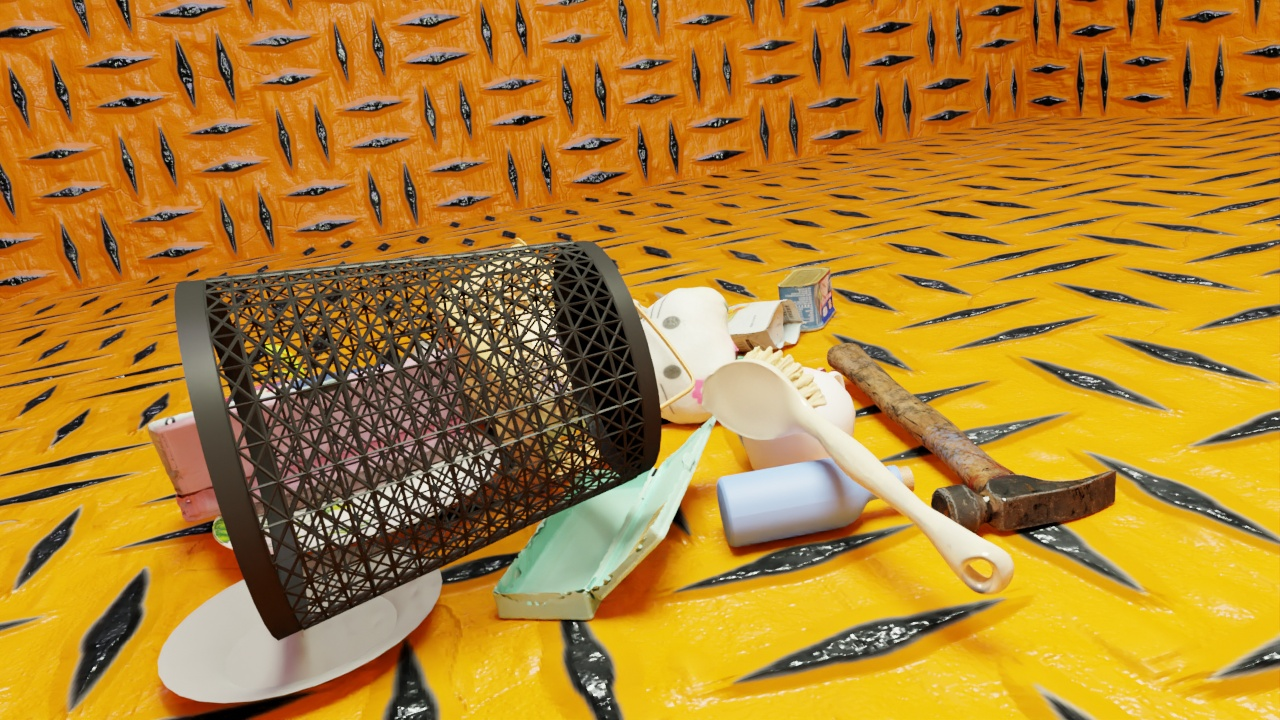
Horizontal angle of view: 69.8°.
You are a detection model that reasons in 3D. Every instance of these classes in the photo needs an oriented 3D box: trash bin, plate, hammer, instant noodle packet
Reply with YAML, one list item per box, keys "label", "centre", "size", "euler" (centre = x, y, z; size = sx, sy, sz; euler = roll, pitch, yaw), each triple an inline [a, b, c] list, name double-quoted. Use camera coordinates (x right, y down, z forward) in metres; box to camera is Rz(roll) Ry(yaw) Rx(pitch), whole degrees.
- label: "trash bin"
  centre: [-0.131, 0.029, 0.583]
  size: [0.243, 0.217, 0.217]
  euler: [-16, 18, -18]
- label: "plate"
  centre: [-0.212, 0.170, 0.586]
  size: [0.173, 0.019, 0.172]
  euler: [-8, 17, 2]
- label: "plate"
  centre: [-0.224, 0.114, 0.750]
  size: [0.229, 0.030, 0.229]
  euler: [-9, 15, 2]
- label: "hammer"
  centre: [0.229, 0.044, 0.733]
  size: [0.120, 0.033, 0.330]
  euler: [-7, 19, -7]
- label: "instant noodle packet"
  centre: [0.045, -0.040, 1.072]
  size: [0.270, 0.057, 0.146]
  euler: [1, 6, 31]

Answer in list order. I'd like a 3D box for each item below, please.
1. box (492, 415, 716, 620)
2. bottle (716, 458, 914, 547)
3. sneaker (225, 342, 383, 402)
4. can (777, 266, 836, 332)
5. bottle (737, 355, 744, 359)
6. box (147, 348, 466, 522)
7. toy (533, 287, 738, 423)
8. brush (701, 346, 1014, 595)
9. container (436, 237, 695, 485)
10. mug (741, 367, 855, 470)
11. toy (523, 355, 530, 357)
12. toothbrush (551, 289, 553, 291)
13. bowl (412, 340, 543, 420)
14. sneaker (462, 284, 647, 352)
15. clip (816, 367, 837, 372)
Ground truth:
- label: "box"
  centre: [-0.013, 0.107, 0.636]
  size: [0.138, 0.056, 0.186]
  euler: [-21, 12, 22]
- label: "bottle"
  centre: [0.120, 0.092, 0.622]
  size: [0.131, 0.048, 0.048]
  euler: [-10, 17, -3]
- label: "sneaker"
  centre: [-0.318, 0.039, 0.900]
  size: [0.242, 0.116, 0.091]
  euler: [-13, 26, 7]
- label: "can"
  centre: [0.201, -0.076, 1.111]
  size: [0.054, 0.059, 0.099]
  euler: [-1, 18, 25]
- label: "bottle"
  centre: [0.071, 0.008, 0.936]
  size: [0.042, 0.043, 0.110]
  euler: [-17, 17, -24]
- label: "box"
  centre: [-0.260, 0.067, 0.753]
  size: [0.232, 0.075, 0.173]
  euler: [-16, -12, -21]
- label: "toy"
  centre: [-0.005, 0.005, 0.872]
  size: [0.210, 0.137, 0.085]
  euler: [-5, -15, 18]
- label: "brush"
  centre: [0.127, 0.060, 0.570]
  size: [0.077, 0.062, 0.272]
  euler: [-21, 29, -18]
- label: "container"
  centre: [-0.063, -0.009, 0.784]
  size: [0.166, 0.129, 0.183]
  euler: [-30, 64, -25]
- label: "mug"
  centre: [0.133, 0.041, 0.731]
  size: [0.090, 0.076, 0.123]
  euler: [6, 22, 40]
- label: "toy"
  centre: [-0.120, 0.001, 1.036]
  size: [0.112, 0.050, 0.087]
  euler: [-13, 15, -17]
- label: "toothbrush"
  centre: [-0.111, -0.037, 1.050]
  size: [0.017, 0.014, 0.188]
  euler: [-29, -13, -21]
- label: "bowl"
  centre: [-0.168, 0.024, 0.934]
  size: [0.132, 0.064, 0.132]
  euler: [11, 4, -1]
- label: "sneaker"
  centre: [-0.076, -0.032, 0.972]
  size: [0.235, 0.087, 0.079]
  euler: [12, -1, -19]
- label: "clip"
  centre: [0.163, 0.021, 0.883]
  size: [0.059, 0.023, 0.041]
  euler: [-15, 14, -38]
